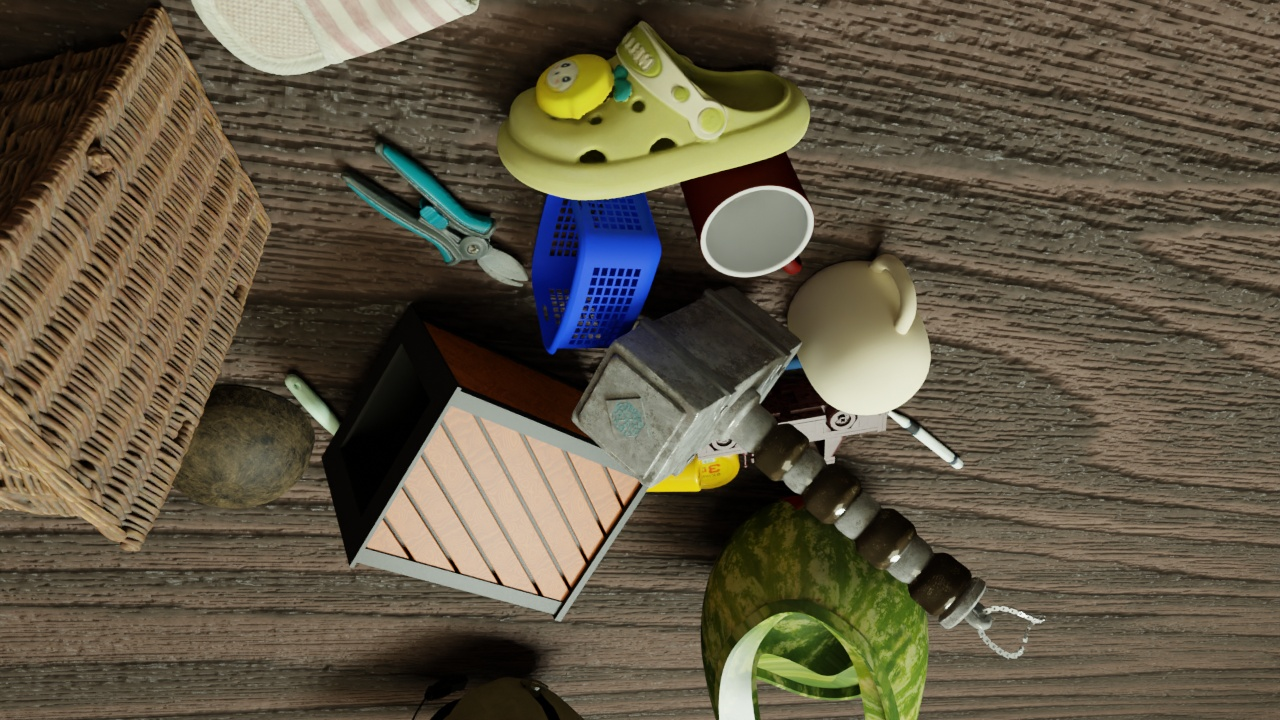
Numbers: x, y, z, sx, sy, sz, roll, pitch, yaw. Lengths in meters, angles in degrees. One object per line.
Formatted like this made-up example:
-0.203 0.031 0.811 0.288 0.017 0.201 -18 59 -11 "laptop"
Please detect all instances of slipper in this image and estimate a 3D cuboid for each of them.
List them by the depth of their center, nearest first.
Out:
-0.115 -0.228 0.453 0.263 0.052 0.115 -29 134 17 "slipper"
0.009 -0.151 0.539 0.190 0.091 0.082 -10 136 -7 "slipper"

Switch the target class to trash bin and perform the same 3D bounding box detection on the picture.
-0.115 0.077 0.682 0.171 0.139 0.140 26 101 -34 "trash bin"

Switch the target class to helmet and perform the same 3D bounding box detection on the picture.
0.170 0.253 0.900 0.213 0.246 0.243 -7 98 18 "helmet"
-0.158 0.477 1.036 0.250 0.255 0.234 23 131 -34 "helmet"

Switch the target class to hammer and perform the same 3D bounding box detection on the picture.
0.122 0.085 0.621 0.176 0.326 0.080 -28 153 -54 "hammer"

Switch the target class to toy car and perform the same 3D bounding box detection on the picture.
0.122 0.054 0.796 0.170 0.070 0.062 -9 126 -3 "toy car"

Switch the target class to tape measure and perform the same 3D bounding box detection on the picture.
0.062 0.092 0.853 0.068 0.030 0.059 -13 137 10 "tape measure"

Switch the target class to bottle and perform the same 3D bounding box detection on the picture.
-0.019 0.095 0.815 0.144 0.043 0.043 -2 139 10 "bottle"

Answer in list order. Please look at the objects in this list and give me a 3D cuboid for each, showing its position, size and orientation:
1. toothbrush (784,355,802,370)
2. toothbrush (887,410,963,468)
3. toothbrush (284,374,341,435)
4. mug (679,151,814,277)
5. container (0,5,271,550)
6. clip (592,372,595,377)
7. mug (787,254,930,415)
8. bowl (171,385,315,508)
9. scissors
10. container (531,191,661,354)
0.112 0.004 0.782 0.167 0.014 0.014 -10 126 -5 "toothbrush"
0.269 0.066 0.886 0.017 0.012 0.186 -39 132 22 "toothbrush"
-0.248 0.060 0.759 0.022 0.015 0.155 -44 141 -17 "toothbrush"
0.076 -0.101 0.610 0.073 0.082 0.105 -32 134 20 "mug"
-0.334 -0.042 0.473 0.183 0.249 0.162 -3 138 2 "container"
-0.004 0.005 0.751 0.076 0.023 0.044 -36 135 27 "clip"
0.177 -0.019 0.709 0.096 0.099 0.120 6 135 -19 "mug"
-0.326 0.081 0.734 0.121 0.056 0.121 -6 137 -6 "bowl"
-0.129 -0.096 0.616 0.133 0.019 0.146 0 136 -12 "scissors"
-0.031 -0.066 0.615 0.058 0.096 0.114 0 142 -20 "container"
